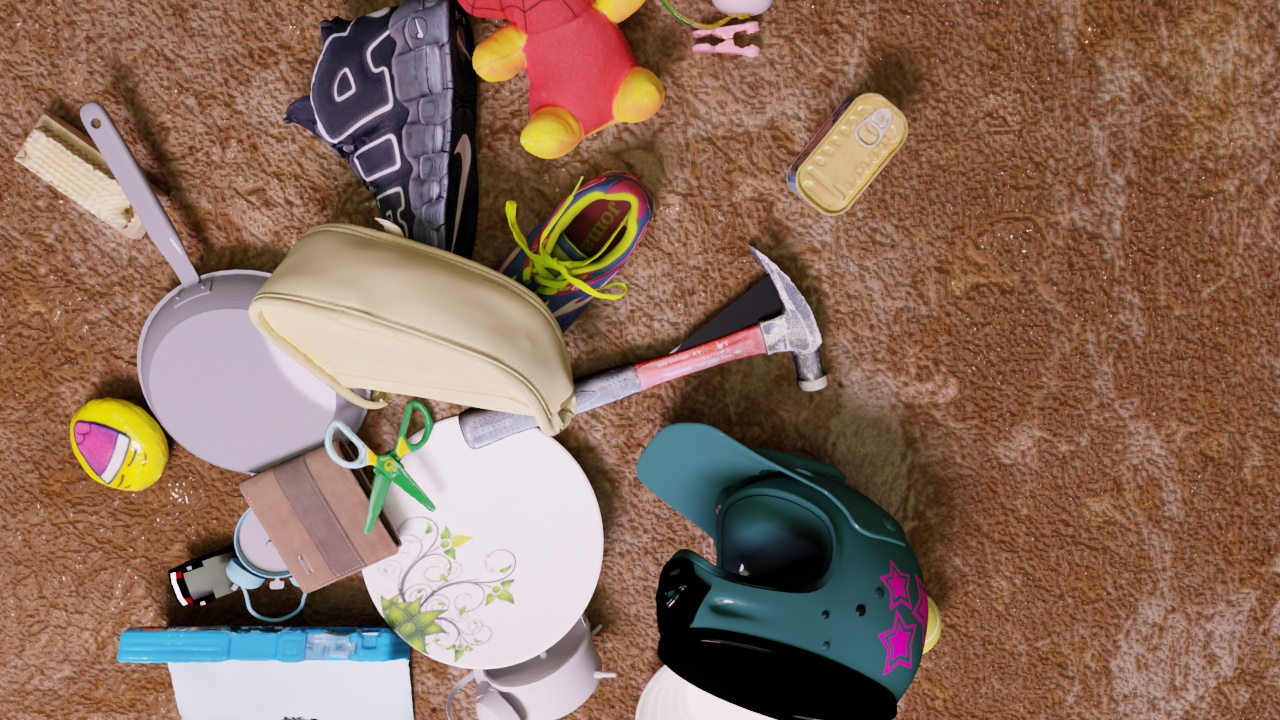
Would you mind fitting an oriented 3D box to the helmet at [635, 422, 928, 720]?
[{"bbox_3d":[0.119,0.175,0.777,0.274,0.199,0.177,30,141,-23],"label":"helmet"}]

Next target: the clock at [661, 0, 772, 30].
[{"bbox_3d":[0.072,-0.337,0.716,0.117,0.058,0.158,32,103,-7],"label":"clock"}]

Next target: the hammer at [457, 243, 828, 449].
[{"bbox_3d":[-0.005,0.005,0.810,0.326,0.036,0.140,-18,105,2],"label":"hammer"}]

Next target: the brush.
[{"bbox_3d":[-0.468,-0.155,0.776,0.117,0.039,0.049,38,102,-13],"label":"brush"}]

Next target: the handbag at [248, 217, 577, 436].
[{"bbox_3d":[-0.169,-0.018,0.730,0.233,0.088,0.191,9,149,15],"label":"handbag"}]

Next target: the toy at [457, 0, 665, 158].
[{"bbox_3d":[-0.071,-0.276,0.713,0.147,0.099,0.216,-24,105,-5],"label":"toy"}]

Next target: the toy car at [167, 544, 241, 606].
[{"bbox_3d":[-0.395,0.199,0.870,0.091,0.036,0.042,-19,102,-19],"label":"toy car"}]

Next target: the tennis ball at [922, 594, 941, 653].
[{"bbox_3d":[0.249,0.245,0.862,0.065,0.065,0.065,0,104,0],"label":"tennis ball"}]

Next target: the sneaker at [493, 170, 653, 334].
[{"bbox_3d":[-0.090,-0.068,0.770,0.242,0.091,0.116,-44,103,11],"label":"sneaker"}]

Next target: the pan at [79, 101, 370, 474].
[{"bbox_3d":[-0.373,-0.047,0.782,0.201,0.050,0.357,-22,113,5],"label":"pan"}]

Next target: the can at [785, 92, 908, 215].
[{"bbox_3d":[0.168,-0.171,0.758,0.054,0.059,0.100,38,102,-9],"label":"can"}]

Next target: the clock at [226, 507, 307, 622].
[{"bbox_3d":[-0.335,0.180,0.847,0.087,0.042,0.123,2,90,-19],"label":"clock"}]

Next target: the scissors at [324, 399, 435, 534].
[{"bbox_3d":[-0.228,0.090,0.811,0.130,0.011,0.125,25,71,-32],"label":"scissors"}]

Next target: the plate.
[{"bbox_3d":[-0.145,0.164,0.847,0.229,0.030,0.229,-1,86,8],"label":"plate"}]

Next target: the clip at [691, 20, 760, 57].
[{"bbox_3d":[0.072,-0.268,0.754,0.060,0.023,0.044,18,99,-6],"label":"clip"}]

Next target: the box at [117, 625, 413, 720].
[{"bbox_3d":[-0.346,0.292,0.889,0.243,0.070,0.171,0,137,0],"label":"box"}]

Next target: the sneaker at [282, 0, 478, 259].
[{"bbox_3d":[-0.216,-0.169,0.748,0.151,0.097,0.253,4,104,5],"label":"sneaker"}]

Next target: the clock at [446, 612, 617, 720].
[{"bbox_3d":[-0.108,0.288,0.852,0.159,0.120,0.061,-23,112,-4],"label":"clock"}]

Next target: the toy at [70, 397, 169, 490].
[{"bbox_3d":[-0.474,0.076,0.834,0.094,0.041,0.096,37,116,-6],"label":"toy"}]

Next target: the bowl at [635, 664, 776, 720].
[{"bbox_3d":[0.083,0.336,0.891,0.177,0.057,0.177,0,105,0],"label":"bowl"}]

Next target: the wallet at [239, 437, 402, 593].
[{"bbox_3d":[-0.284,0.140,0.820,0.098,0.027,0.121,-24,104,1],"label":"wallet"}]
